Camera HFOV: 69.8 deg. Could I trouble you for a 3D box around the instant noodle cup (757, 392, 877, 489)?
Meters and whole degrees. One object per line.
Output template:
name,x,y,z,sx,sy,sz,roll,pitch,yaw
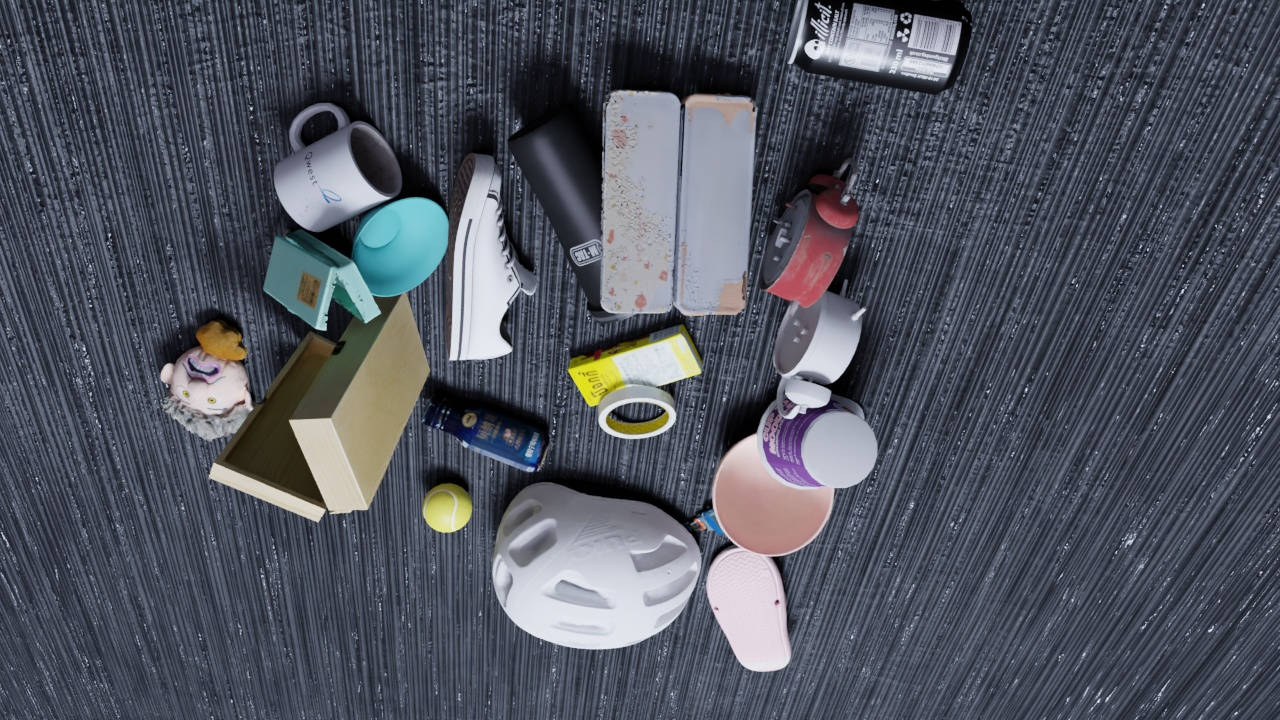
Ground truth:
instant noodle cup,0.212,0.091,1.033,0.136,0.122,0.122,-27,94,-6

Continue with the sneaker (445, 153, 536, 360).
sneaker,-0.158,-0.104,1.001,0.097,0.091,0.246,0,123,-16

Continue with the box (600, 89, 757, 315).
box,0.034,-0.152,0.901,0.151,0.043,0.216,2,102,-4

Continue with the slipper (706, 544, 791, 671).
slipper,0.157,0.350,1.293,0.107,0.055,0.222,-9,114,15

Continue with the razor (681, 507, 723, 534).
razor,0.049,0.233,1.247,0.141,0.018,0.044,-24,116,26

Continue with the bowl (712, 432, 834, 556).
bowl,0.155,0.157,1.129,0.153,0.076,0.153,0,92,-7

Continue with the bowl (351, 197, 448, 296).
bowl,-0.271,-0.133,0.996,0.046,0.120,0.121,40,132,29

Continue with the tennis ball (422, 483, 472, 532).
tennis ball,-0.259,0.198,1.233,0.065,0.065,0.065,4,126,5

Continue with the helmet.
helmet,-0.058,0.287,1.239,0.282,0.183,0.225,11,132,-19

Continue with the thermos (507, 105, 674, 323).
thermos,-0.050,-0.147,0.944,0.106,0.105,0.219,-22,115,21

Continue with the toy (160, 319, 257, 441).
toy,-0.536,0.030,1.148,0.132,0.076,0.176,18,118,-6

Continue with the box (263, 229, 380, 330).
box,-0.356,-0.083,0.972,0.079,0.189,0.077,-34,125,-23

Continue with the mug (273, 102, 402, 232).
mug,-0.320,-0.207,0.953,0.096,0.083,0.119,-20,93,20

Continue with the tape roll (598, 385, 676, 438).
tape roll,-0.004,0.064,1.112,0.094,0.019,0.094,-3,145,-2

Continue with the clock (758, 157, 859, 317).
clock,0.168,-0.131,0.918,0.062,0.109,0.157,22,118,-9

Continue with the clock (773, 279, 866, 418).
clock,0.182,-0.010,0.999,0.061,0.119,0.159,19,115,-12

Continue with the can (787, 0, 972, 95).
can,0.210,-0.288,0.816,0.146,0.080,0.080,10,126,0

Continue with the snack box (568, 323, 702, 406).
snack box,-0.006,0.006,1.088,0.149,0.025,0.061,-17,122,19

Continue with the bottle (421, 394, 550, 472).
bottle,-0.194,0.090,1.153,0.160,0.056,0.056,23,125,-8

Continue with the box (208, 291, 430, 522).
box,-0.335,0.050,1.027,0.185,0.247,0.142,-21,120,21
